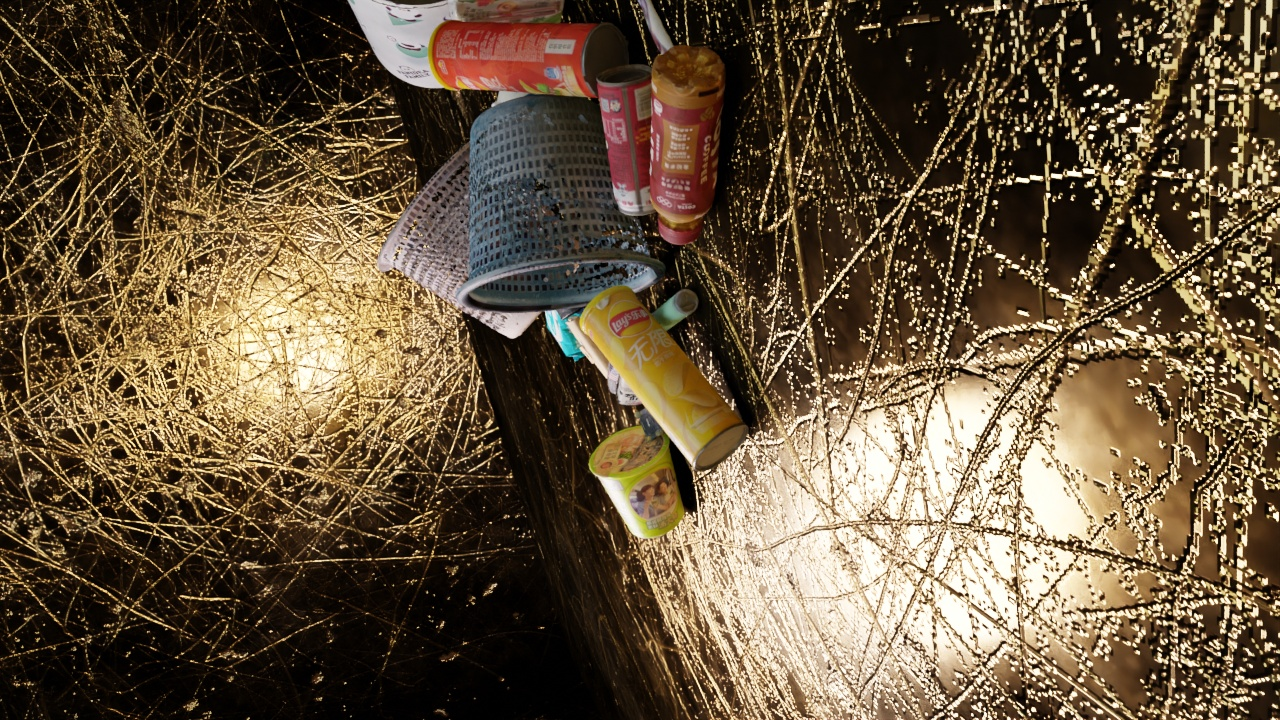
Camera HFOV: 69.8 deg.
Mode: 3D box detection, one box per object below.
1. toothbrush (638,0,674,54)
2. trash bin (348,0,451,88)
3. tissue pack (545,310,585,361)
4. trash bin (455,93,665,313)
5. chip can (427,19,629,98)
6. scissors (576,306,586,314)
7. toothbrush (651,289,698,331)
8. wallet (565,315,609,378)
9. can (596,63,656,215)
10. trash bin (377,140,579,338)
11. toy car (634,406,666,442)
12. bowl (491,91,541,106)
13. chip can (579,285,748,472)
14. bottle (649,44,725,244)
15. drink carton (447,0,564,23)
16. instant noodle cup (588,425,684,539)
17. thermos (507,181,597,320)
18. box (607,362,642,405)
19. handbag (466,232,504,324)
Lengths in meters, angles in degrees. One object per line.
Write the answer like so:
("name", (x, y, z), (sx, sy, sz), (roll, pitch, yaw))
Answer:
("toothbrush", (-0.008, -0.327, 0.804), (0.016, 0.017, 0.187), (107, 141, -67))
("trash bin", (-0.282, -0.494, 1.187), (0.252, 0.229, 0.229), (126, 123, -78))
("tissue pack", (-0.119, -0.074, 1.444), (0.093, 0.050, 0.134), (-128, 23, -47))
("trash bin", (-0.098, -0.170, 0.995), (0.227, 0.226, 0.195), (145, 117, -75))
("chip can", (-0.117, -0.304, 0.920), (0.217, 0.073, 0.073), (14, 129, 35))
("scissors", (-0.068, -0.050, 1.331), (0.108, 0.012, 0.174), (-21, 85, 52))
("toothbrush", (0.022, -0.045, 1.034), (0.027, 0.026, 0.225), (40, 166, -4))
("wallet", (-0.070, -0.014, 1.350), (0.115, 0.024, 0.087), (53, 174, -9))
("can", (-0.006, -0.209, 0.876), (0.053, 0.053, 0.133), (-129, 24, -51))
("trash bin", (-0.186, -0.142, 1.162), (0.192, 0.227, 0.228), (40, 166, -5))
("toy car", (0.020, 0.076, 1.170), (0.091, 0.036, 0.043), (135, 116, -75))
("bowl", (-0.161, -0.328, 1.242), (0.116, 0.066, 0.116), (160, 90, -75))
("chip can", (0.022, 0.016, 0.962), (0.213, 0.072, 0.072), (50, 158, 26))
("bottle", (0.037, -0.172, 0.765), (0.175, 0.057, 0.057), (90, 156, -52))
("drink carton", (-0.144, -0.390, 0.995), (0.054, 0.122, 0.045), (129, 130, -71))
("instant noodle cup", (0.003, 0.169, 1.231), (0.111, 0.111, 0.123), (42, 155, 61))
("thermos", (-0.141, -0.177, 1.266), (0.242, 0.068, 0.090), (58, 152, -3))
("box", (-0.009, 0.004, 1.108), (0.163, 0.076, 0.088), (101, 155, -77))
("handbag", (-0.197, -0.143, 1.464), (0.100, 0.147, 0.205), (34, 146, 32))
